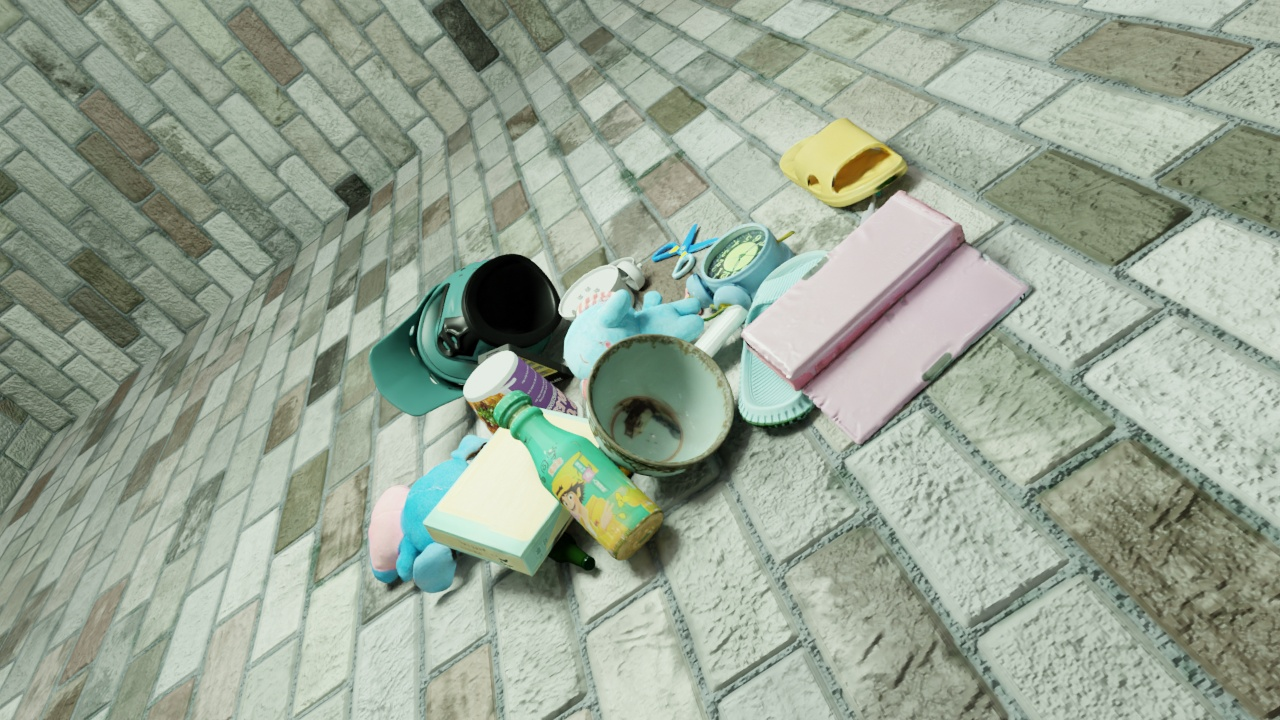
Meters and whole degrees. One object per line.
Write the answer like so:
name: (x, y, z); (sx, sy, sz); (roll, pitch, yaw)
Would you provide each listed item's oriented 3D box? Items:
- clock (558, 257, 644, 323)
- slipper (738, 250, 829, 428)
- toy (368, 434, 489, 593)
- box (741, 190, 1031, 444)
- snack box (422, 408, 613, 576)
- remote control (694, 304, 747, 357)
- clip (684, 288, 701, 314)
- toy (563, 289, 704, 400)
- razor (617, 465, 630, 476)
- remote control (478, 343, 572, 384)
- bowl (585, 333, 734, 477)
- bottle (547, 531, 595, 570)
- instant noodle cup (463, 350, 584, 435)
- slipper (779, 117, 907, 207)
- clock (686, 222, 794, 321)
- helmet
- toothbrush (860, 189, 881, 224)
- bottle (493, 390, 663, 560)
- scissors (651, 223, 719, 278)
clock: (-0.057, -0.100, 1.351); (0.120, 0.061, 0.158); (-14, 39, 38)
slipper: (0.160, -0.042, 1.007); (0.116, 0.069, 0.275); (-12, 40, 30)
toy: (-0.265, 0.187, 1.149); (0.192, 0.099, 0.223); (-24, 42, 36)
box: (0.237, -0.050, 0.905); (0.232, 0.040, 0.179); (-43, 54, -4)
snack box: (-0.129, 0.136, 1.024); (0.142, 0.044, 0.193); (10, 47, 32)
remote control: (0.075, -0.013, 1.082); (0.133, 0.022, 0.050); (-49, 6, 4)
clip: (0.065, -0.075, 1.221); (0.045, 0.023, 0.059); (-33, 35, 9)
toy: (-0.014, -0.035, 1.116); (0.181, 0.115, 0.183); (-21, 45, 14)
razor: (-0.017, 0.117, 1.041); (0.143, 0.021, 0.044); (-54, 15, -27)
remote control: (-0.155, 0.009, 1.247); (0.058, 0.133, 0.013); (-21, 64, 31)
bowl: (0.012, 0.062, 0.989); (0.159, 0.160, 0.094); (-62, -4, -35)
bottle: (-0.087, 0.201, 0.992); (0.033, 0.033, 0.123); (-50, 31, -18)
instant noodle cup: (-0.160, 0.063, 1.175); (0.122, 0.122, 0.136); (-15, 37, 36)
slipper: (0.250, -0.270, 1.218); (0.099, 0.078, 0.263); (-39, 25, 2)
clock: (0.122, -0.105, 1.155); (0.162, 0.060, 0.118); (-51, 33, -13)
helmet: (-0.250, -0.037, 1.332); (0.201, 0.176, 0.274); (-32, 6, 32)
toothbrush: (0.270, -0.152, 1.094); (0.019, 0.018, 0.187); (-6, 42, 29)
bottle: (-0.071, 0.112, 0.949); (0.068, 0.068, 0.210); (-44, 67, -10)
scissors: (0.063, -0.161, 1.349); (0.126, 0.013, 0.126); (-16, 41, 38)
